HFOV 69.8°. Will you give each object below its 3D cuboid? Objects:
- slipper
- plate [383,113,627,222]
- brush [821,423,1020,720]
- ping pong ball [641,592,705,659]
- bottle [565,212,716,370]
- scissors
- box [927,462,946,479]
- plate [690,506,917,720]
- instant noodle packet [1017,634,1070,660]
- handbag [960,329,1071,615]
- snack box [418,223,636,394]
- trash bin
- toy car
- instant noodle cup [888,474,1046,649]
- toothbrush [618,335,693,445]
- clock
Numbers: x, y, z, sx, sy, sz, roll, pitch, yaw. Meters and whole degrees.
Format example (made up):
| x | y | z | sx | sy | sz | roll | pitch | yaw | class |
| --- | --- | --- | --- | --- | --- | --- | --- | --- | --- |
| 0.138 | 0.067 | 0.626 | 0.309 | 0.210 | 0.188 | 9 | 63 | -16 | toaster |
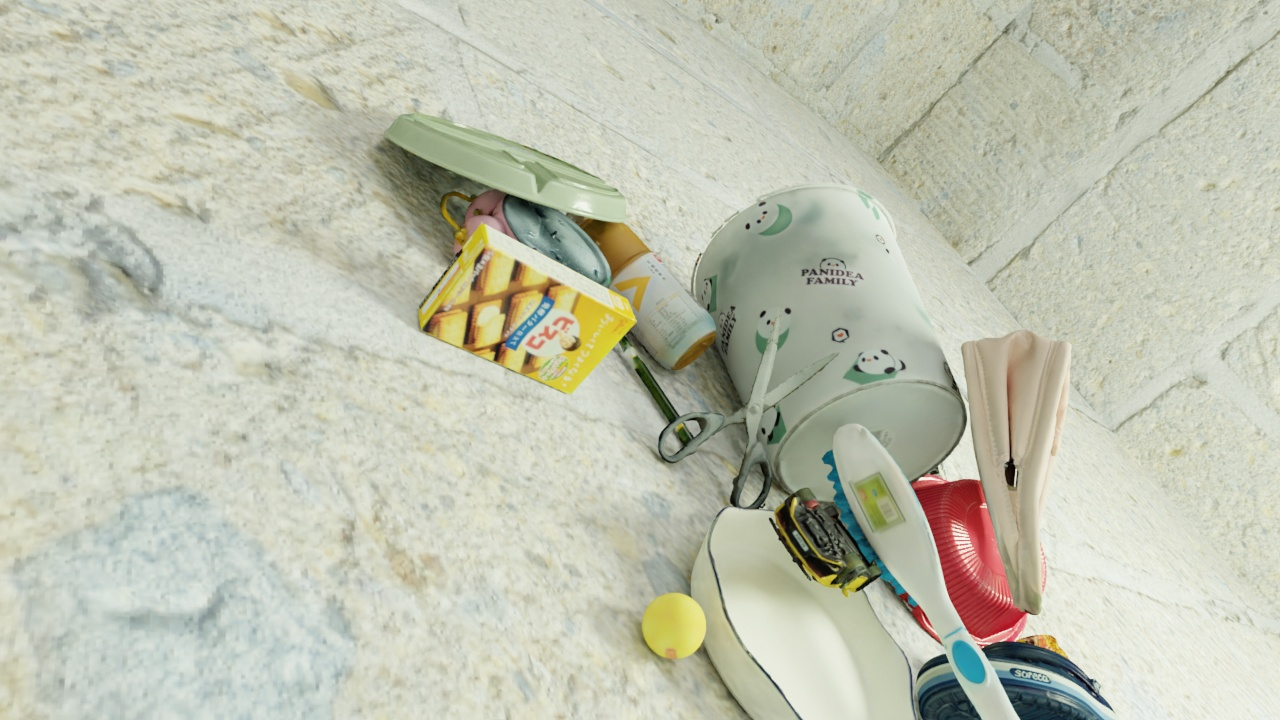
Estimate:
| x | y | z | sx | sy | sz | roll | pitch | yaw | class |
| --- | --- | --- | --- | --- | --- | --- | --- | --- | --- |
| 0.331 | 0.285 | 0.779 | 0.252 | 0.105 | 0.095 | 31 | 34 | -31 | slipper |
| -0.116 | -0.178 | 0.836 | 0.230 | 0.027 | 0.230 | 21 | 14 | -6 | plate |
| 0.223 | 0.185 | 0.705 | 0.109 | 0.060 | 0.314 | 59 | 7 | -69 | brush |
| 0.021 | 0.166 | 0.575 | 0.040 | 0.040 | 0.040 | 34 | 26 | -20 | ping pong ball |
| -0.006 | -0.077 | 0.894 | 0.189 | 0.068 | 0.067 | 50 | 25 | 14 | bottle |
| 0.095 | 0.047 | 0.769 | 0.014 | 0.181 | 0.159 | -147 | -140 | -74 | scissors |
| 0.320 | 0.081 | 1.070 | 0.087 | 0.076 | 0.162 | -157 | -131 | -70 | box |
| 0.115 | 0.199 | 0.663 | 0.205 | 0.046 | 0.204 | 35 | 25 | -19 | plate |
| 0.424 | 0.336 | 0.920 | 0.110 | 0.044 | 0.128 | 12 | 39 | -42 | instant noodle packet |
| 0.338 | 0.107 | 0.821 | 0.193 | 0.093 | 0.233 | 48 | 46 | -57 | handbag |
| -0.083 | -0.034 | 0.685 | 0.140 | 0.087 | 0.033 | 25 | 30 | -36 | snack box |
| 0.188 | -0.010 | 0.919 | 0.229 | 0.230 | 0.251 | 25 | 36 | -35 | trash bin |
| 0.140 | 0.140 | 0.684 | 0.071 | 0.041 | 0.155 | 57 | 12 | 26 | toy car |
| 0.330 | 0.190 | 0.907 | 0.193 | 0.066 | 0.193 | 16 | 54 | -23 | instant noodle cup |
| -0.005 | 0.005 | 0.833 | 0.012 | 0.017 | 0.185 | 4 | 47 | -58 | toothbrush |
| -0.102 | -0.094 | 0.788 | 0.158 | 0.060 | 0.117 | 36 | 26 | -20 | clock |
